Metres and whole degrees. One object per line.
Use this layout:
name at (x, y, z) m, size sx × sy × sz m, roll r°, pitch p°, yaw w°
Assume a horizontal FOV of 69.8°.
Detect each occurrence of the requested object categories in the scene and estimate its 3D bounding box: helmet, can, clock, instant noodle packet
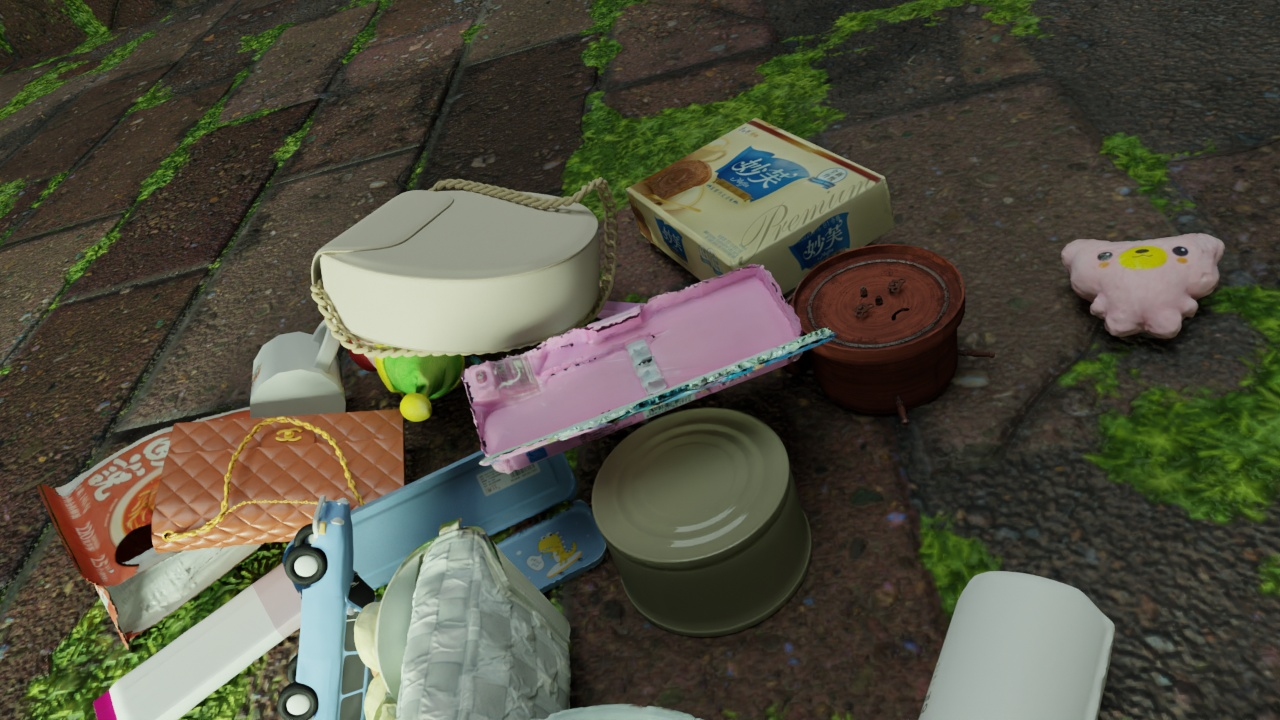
helmet at (-0.037, 0.271, 0.336) m, size 0.237 × 0.164 × 0.263 m, roll 27°, pitch 52°, yaw 36°
can at (0.039, 0.098, 0.579) m, size 0.128 × 0.073 × 0.127 m, roll -13°, pitch 39°, yaw 10°
clock at (0.165, -0.027, 0.673) m, size 0.120 × 0.072 × 0.158 m, roll -34°, pitch 41°, yaw -17°
instant noodle packet at (-0.355, 0.112, 0.768) m, size 0.220 × 0.084 × 0.164 m, roll -30°, pitch 37°, yaw -30°

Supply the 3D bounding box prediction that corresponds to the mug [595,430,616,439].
mug at (-0.004, 0.004, 0.705) m, size 0.106 × 0.083 × 0.082 m, roll -22°, pitch 38°, yaw -4°

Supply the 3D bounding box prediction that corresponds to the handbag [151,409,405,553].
handbag at (-0.268, 0.089, 0.697) m, size 0.171 × 0.060 × 0.108 m, roll -3°, pitch 40°, yaw -12°

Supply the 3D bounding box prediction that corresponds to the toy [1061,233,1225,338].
toy at (0.348, -0.053, 0.641) m, size 0.103 × 0.050 × 0.093 m, roll 1°, pitch 48°, yaw 30°

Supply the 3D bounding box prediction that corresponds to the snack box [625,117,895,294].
snack box at (0.098, -0.137, 0.817) m, size 0.153 × 0.055 × 0.207 m, roll -31°, pitch 37°, yaw -9°

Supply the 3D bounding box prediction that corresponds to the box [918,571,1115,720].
box at (0.200, 0.176, 0.414) m, size 0.144 × 0.083 × 0.136 m, roll 15°, pitch 52°, yaw 30°

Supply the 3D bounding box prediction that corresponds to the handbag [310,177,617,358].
handbag at (-0.138, -0.085, 0.745) m, size 0.209 × 0.103 × 0.210 m, roll 5°, pitch 28°, yaw 10°

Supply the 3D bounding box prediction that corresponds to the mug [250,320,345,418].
mug at (-0.287, 0.013, 0.789) m, size 0.105 × 0.073 × 0.089 m, roll -57°, pitch 29°, yaw 9°

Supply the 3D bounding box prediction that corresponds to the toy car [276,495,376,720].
toy car at (-0.188, 0.159, 0.561) m, size 0.054 × 0.153 × 0.056 m, roll 4°, pitch 6°, yaw -14°

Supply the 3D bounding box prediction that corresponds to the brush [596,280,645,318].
brush at (-0.060, -0.060, 0.837) m, size 0.229 × 0.043 × 0.089 m, roll 8°, pitch 46°, yaw 32°

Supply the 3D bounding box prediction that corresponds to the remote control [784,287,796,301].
remote control at (0.142, -0.097, 0.809) m, size 0.074 × 0.019 × 0.151 m, roll -25°, pitch 36°, yaw -2°

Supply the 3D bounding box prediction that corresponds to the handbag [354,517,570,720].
handbag at (-0.103, 0.192, 0.506) m, size 0.123 × 0.112 × 0.171 m, roll -22°, pitch 38°, yaw 13°

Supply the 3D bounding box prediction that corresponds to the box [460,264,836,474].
box at (0.003, 0.016, 0.600) m, size 0.230 × 0.066 × 0.158 m, roll -21°, pitch 25°, yaw -4°

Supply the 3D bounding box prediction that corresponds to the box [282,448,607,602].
box at (-0.134, 0.136, 0.638) m, size 0.209 × 0.049 × 0.120 m, roll -25°, pitch 73°, yaw -6°

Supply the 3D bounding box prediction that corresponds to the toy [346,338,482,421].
toy at (-0.184, 0.009, 0.776) m, size 0.132 × 0.124 × 0.096 m, roll 2°, pitch 63°, yaw 53°

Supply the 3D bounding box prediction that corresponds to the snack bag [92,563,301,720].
snack bag at (-0.291, 0.199, 0.654) m, size 0.196 × 0.016 × 0.070 m, roll -37°, pitch 39°, yaw -20°
